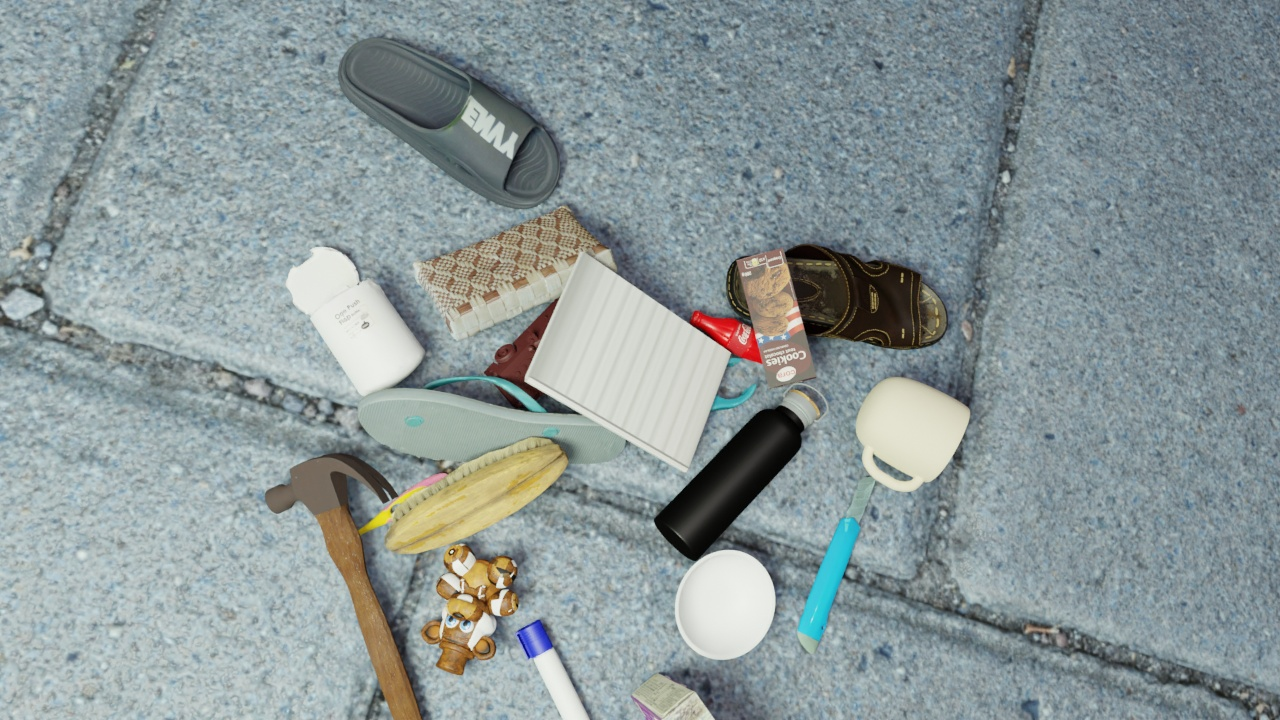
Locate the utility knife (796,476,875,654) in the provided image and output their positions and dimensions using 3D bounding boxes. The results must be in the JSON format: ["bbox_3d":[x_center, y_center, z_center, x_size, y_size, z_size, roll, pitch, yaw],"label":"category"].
[{"bbox_3d":[0.215,0.218,0.999,0.031,0.015,0.205,28,78,-7],"label":"utility knife"}]

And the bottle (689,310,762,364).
[{"bbox_3d":[0.110,-0.024,1.017,0.119,0.036,0.036,25,74,-6],"label":"bottle"}]

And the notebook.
[{"bbox_3d":[-0.006,0.005,0.930,0.209,0.009,0.142,32,69,-29],"label":"notebook"}]

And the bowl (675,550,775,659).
[{"bbox_3d":[0.080,0.248,0.948,0.109,0.041,0.110,0,89,-18],"label":"bowl"}]

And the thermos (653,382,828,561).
[{"bbox_3d":[0.115,0.109,0.977,0.231,0.061,0.061,-44,90,-17],"label":"thermos"}]

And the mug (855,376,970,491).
[{"bbox_3d":[0.285,0.079,1.003,0.100,0.096,0.120,28,78,6],"label":"mug"}]

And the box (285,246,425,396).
[{"bbox_3d":[-0.289,-0.045,0.914,0.083,0.092,0.166,-34,96,-13],"label":"box"}]

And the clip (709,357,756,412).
[{"bbox_3d":[0.061,0.028,1.003,0.127,0.028,0.113,-18,85,-14],"label":"clip"}]

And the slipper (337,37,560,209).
[{"bbox_3d":[-0.199,-0.269,0.979,0.268,0.083,0.110,32,72,-3],"label":"slipper"}]

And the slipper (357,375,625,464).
[{"bbox_3d":[-0.147,0.062,0.926,0.268,0.098,0.054,10,45,-19],"label":"slipper"}]

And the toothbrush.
[{"bbox_3d":[-0.250,0.152,0.913,0.135,0.016,0.021,-33,85,-19],"label":"toothbrush"}]

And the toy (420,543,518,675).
[{"bbox_3d":[-0.165,0.243,0.887,0.087,0.067,0.112,12,61,15],"label":"toy"}]

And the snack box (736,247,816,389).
[{"bbox_3d":[0.145,-0.044,0.981,0.051,0.031,0.141,-14,84,9],"label":"snack box"}]

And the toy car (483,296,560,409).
[{"bbox_3d":[-0.077,-0.024,0.951,0.169,0.062,0.070,-48,128,-17],"label":"toy car"}]

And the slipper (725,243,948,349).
[{"bbox_3d":[0.228,-0.072,1.032,0.267,0.076,0.113,9,77,-10],"label":"slipper"}]

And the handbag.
[{"bbox_3d":[-0.130,-0.092,0.948,0.185,0.047,0.124,-25,42,-16],"label":"handbag"}]

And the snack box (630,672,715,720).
[{"bbox_3d":[0.059,0.374,0.866,0.040,0.144,0.148,-34,87,-17],"label":"snack box"}]

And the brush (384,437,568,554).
[{"bbox_3d":[-0.162,0.132,0.901,0.195,0.043,0.059,-28,128,-2],"label":"brush"}]

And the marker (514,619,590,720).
[{"bbox_3d":[-0.082,0.323,0.909,0.027,0.023,0.133,-28,85,5],"label":"marker"}]

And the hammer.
[{"bbox_3d":[-0.252,0.243,0.865,0.115,0.033,0.323,-20,90,11],"label":"hammer"}]
